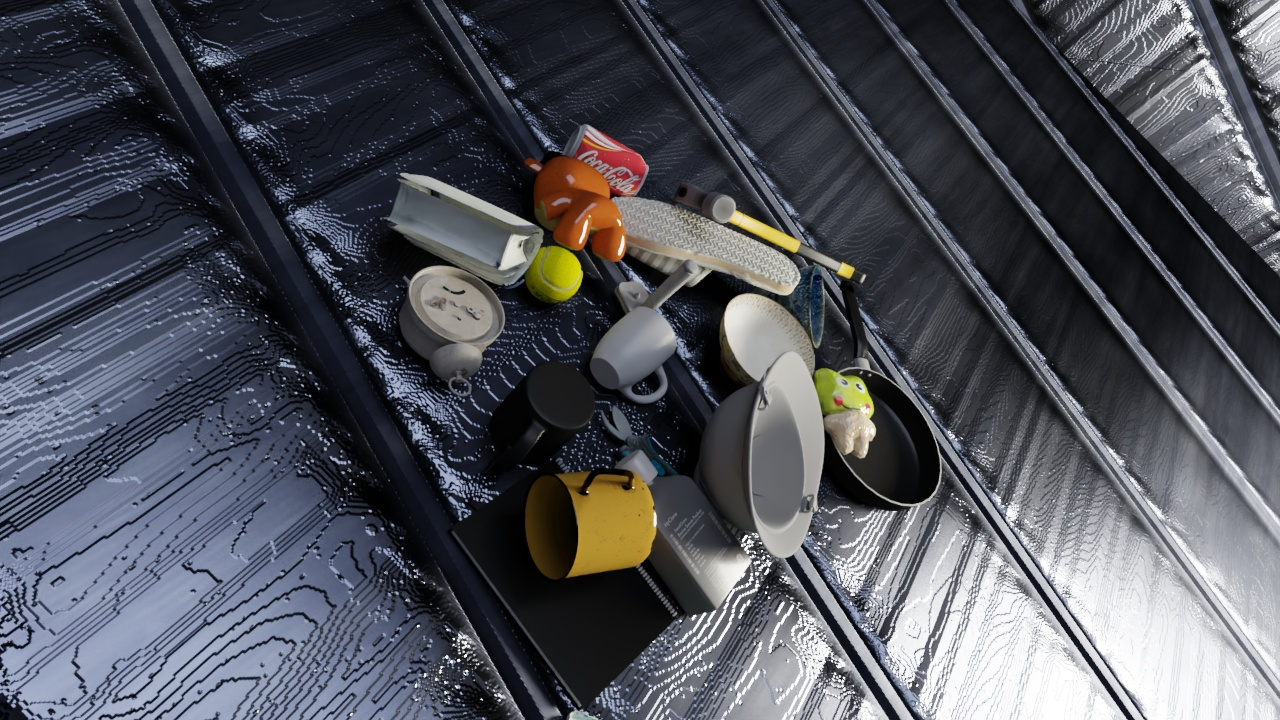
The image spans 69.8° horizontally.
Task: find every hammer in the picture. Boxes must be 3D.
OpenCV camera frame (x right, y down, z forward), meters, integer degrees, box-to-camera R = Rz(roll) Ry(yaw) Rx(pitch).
[{"bbox_3d":[0.187,-0.172,1.276,0.324,0.034,0.170,20,10,-27],"label":"hammer"}]

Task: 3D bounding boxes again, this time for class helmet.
[{"bbox_3d":[0.121,0.106,1.049,0.183,0.118,0.270,63,33,-28],"label":"helmet"}]

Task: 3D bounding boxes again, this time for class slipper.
[{"bbox_3d":[0.077,-0.143,1.201,0.272,0.054,0.114,17,43,-6],"label":"slipper"}]

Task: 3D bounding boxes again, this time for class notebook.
[{"bbox_3d":[-0.071,0.211,0.902,0.148,0.016,0.206,-32,82,-43],"label":"notebook"}]

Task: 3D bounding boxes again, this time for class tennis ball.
[{"bbox_3d":[-0.100,-0.099,1.059,0.065,0.066,0.065,18,51,-25],"label":"tennis ball"}]

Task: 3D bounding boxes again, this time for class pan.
[{"bbox_3d":[0.309,0.042,1.271,0.204,0.044,0.355,14,53,-28],"label":"pan"}]

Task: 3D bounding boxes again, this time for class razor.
[{"bbox_3d":[0.028,-0.082,1.104,0.047,0.116,0.088,-10,67,-45],"label":"razor"}]

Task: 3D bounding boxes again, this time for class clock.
[{"bbox_3d":[-0.196,-0.025,0.944,0.103,0.061,0.156,10,48,-33],"label":"clock"}]

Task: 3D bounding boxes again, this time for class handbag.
[{"bbox_3d":[-0.182,-0.143,1.015,0.151,0.074,0.175,25,13,5],"label":"handbag"}]

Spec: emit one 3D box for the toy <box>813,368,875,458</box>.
[{"bbox_3d":[0.260,0.067,1.161,0.092,0.043,0.117,14,55,-26],"label":"toy"}]

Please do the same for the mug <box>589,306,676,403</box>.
[{"bbox_3d":[-0.006,0.006,1.063,0.089,0.071,0.107,-42,116,-36],"label":"mug"}]

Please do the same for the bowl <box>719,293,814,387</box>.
[{"bbox_3d":[0.149,-0.009,1.178,0.145,0.063,0.145,18,52,-24],"label":"bowl"}]

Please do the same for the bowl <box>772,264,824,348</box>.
[{"bbox_3d":[0.215,-0.074,1.263,0.114,0.061,0.114,2,90,-68],"label":"bowl"}]

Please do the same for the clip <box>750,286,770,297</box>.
[{"bbox_3d":[0.158,-0.085,1.263,0.023,0.043,0.075,43,44,-1],"label":"clip"}]

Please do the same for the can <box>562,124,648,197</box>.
[{"bbox_3d":[-0.047,-0.260,1.210,0.104,0.064,0.064,26,48,-19],"label":"can"}]

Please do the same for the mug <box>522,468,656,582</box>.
[{"bbox_3d":[-0.043,0.145,0.869,0.094,0.124,0.100,0,41,-36],"label":"mug"}]

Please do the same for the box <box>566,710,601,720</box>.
[{"bbox_3d":[0.025,0.387,0.813,0.197,0.074,0.126,27,29,-20],"label":"box"}]

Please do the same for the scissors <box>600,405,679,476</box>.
[{"bbox_3d":[0.009,0.121,1.019,0.155,0.019,0.124,26,48,-19],"label":"scissors"}]

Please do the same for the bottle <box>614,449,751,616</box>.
[{"bbox_3d":[0.036,0.172,0.962,0.174,0.046,0.083,54,46,-7],"label":"bottle"}]

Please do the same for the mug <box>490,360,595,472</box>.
[{"bbox_3d":[-0.106,0.065,0.925,0.078,0.088,0.113,38,46,-8],"label":"mug"}]

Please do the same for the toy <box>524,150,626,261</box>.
[{"bbox_3d":[-0.080,-0.195,1.117,0.112,0.096,0.176,13,48,-41],"label":"toy"}]
